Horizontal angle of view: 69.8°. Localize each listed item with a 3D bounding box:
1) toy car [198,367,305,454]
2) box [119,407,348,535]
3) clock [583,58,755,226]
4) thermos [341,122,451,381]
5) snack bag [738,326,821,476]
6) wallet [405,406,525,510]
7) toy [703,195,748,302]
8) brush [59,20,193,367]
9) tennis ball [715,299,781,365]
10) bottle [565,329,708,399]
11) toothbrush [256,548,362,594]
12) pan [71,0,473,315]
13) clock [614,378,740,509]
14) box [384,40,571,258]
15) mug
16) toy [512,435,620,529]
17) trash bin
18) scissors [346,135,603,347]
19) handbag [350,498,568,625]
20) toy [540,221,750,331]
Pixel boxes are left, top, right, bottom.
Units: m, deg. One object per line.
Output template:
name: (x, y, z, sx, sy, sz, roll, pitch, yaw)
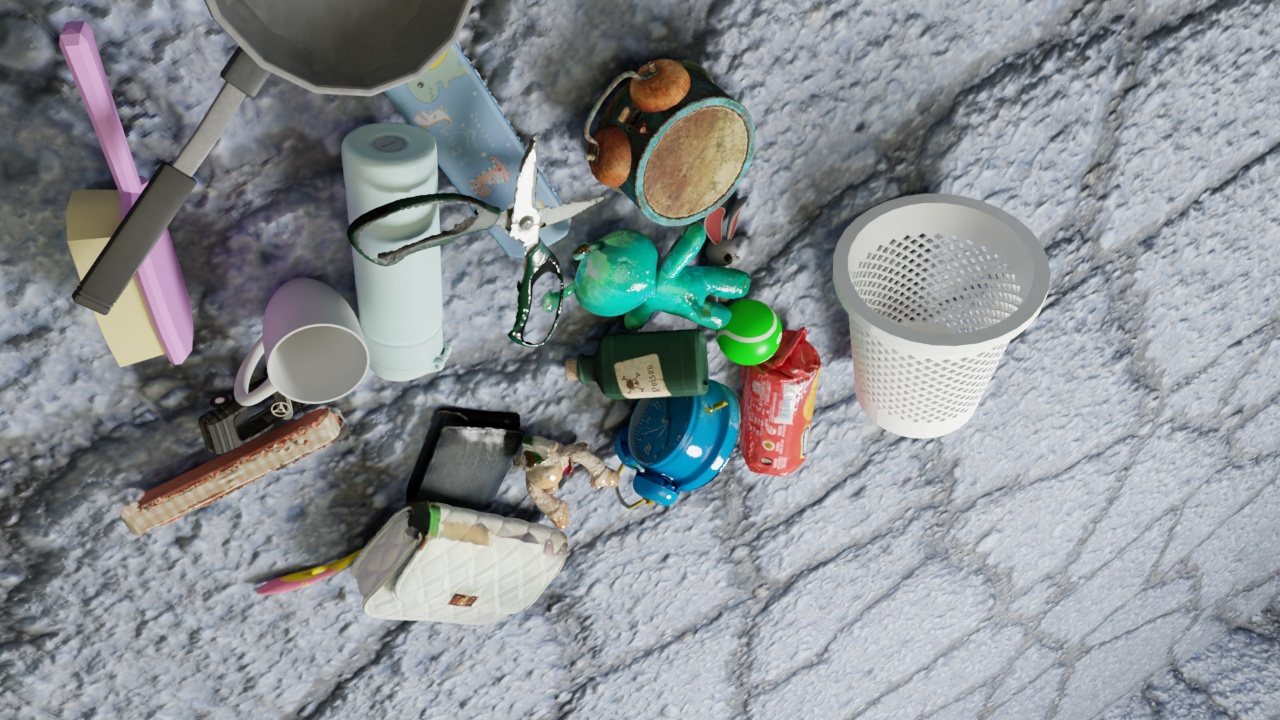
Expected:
toy car: (-0.306, 0.039, 0.736, 0.092, 0.037, 0.040, -40, 144, -43)
box: (-0.339, 0.091, 0.773, 0.187, 0.085, 0.048, -26, 101, -6)
clock: (0.014, -0.179, 0.729, 0.157, 0.073, 0.121, 16, 117, -50)
thermos: (-0.186, -0.074, 0.702, 0.078, 0.065, 0.207, 10, 131, 1)
snack bag: (0.146, 0.049, 0.987, 0.082, 0.082, 0.177, -15, 131, -18)
wallet: (-0.168, 0.100, 0.887, 0.089, 0.026, 0.115, 7, 122, -34)
toy: (0.076, -0.101, 0.857, 0.049, 0.030, 0.112, -23, 134, -30)
brush: (-0.341, -0.099, 0.590, 0.043, 0.089, 0.229, -11, 130, -16)
tennis ball: (0.107, -0.028, 0.908, 0.065, 0.065, 0.065, -15, 131, -18)
bottle: (-0.005, 0.005, 0.859, 0.131, 0.061, 0.061, -3, 177, 12)
toothbrush: (-0.306, 0.204, 0.899, 0.135, 0.021, 0.016, -19, 118, -17)
pan: (-0.237, -0.182, 0.560, 0.178, 0.041, 0.357, 34, 90, -42)
clock: (0.030, 0.082, 0.919, 0.060, 0.116, 0.162, 27, 106, -33)
box: (-0.121, -0.157, 0.700, 0.066, 0.037, 0.209, -32, 134, 2)
mug: (-0.266, -0.012, 0.699, 0.107, 0.089, 0.071, -35, 134, 0)
toy: (-0.080, 0.105, 0.902, 0.085, 0.074, 0.106, -32, 140, 9)
trash bin: (0.293, -0.030, 0.941, 0.195, 0.195, 0.200, -25, 143, -10)
scissors: (-0.119, -0.074, 0.692, 0.201, 0.015, 0.202, -15, 136, -28)
handbag: (-0.178, 0.208, 0.920, 0.139, 0.072, 0.194, -47, 140, 19)
toy: (0.011, -0.065, 0.815, 0.193, 0.072, 0.131, 9, 130, -28)
